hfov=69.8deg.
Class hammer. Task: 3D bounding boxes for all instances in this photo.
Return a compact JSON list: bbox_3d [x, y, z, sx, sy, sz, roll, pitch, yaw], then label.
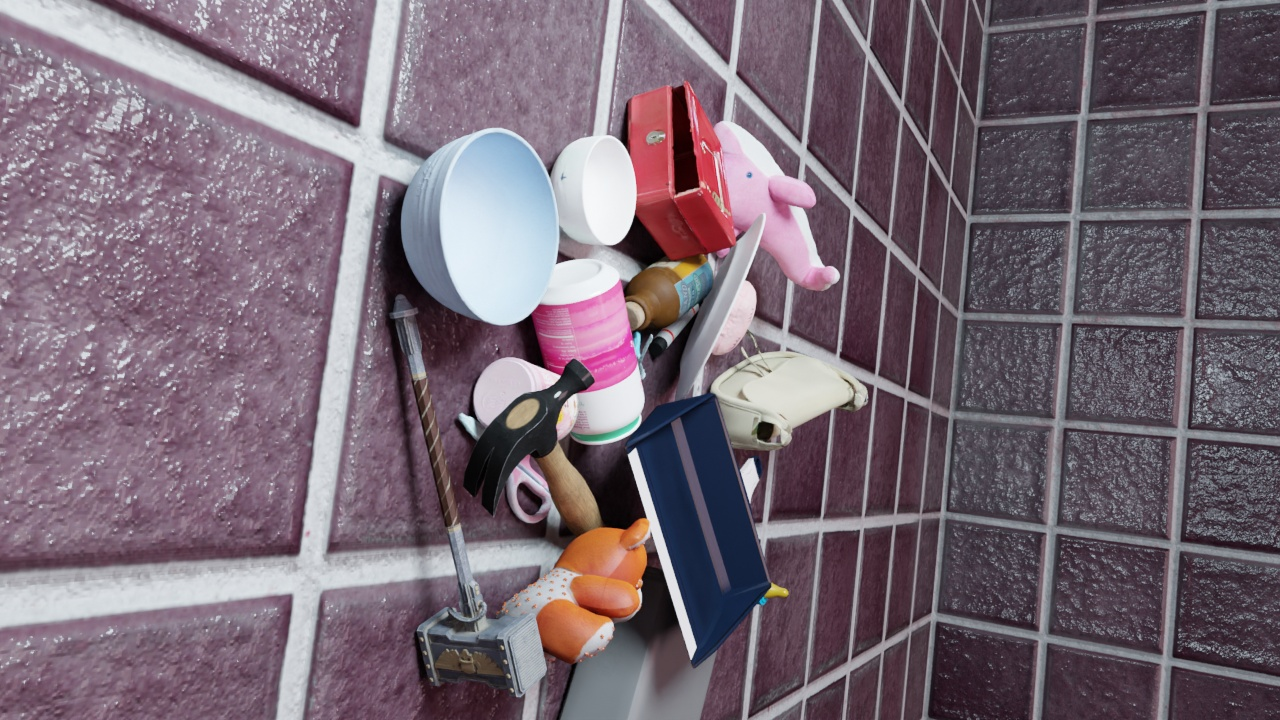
[{"bbox_3d":[-0.155,0.107,0.729,0.044,0.099,0.322,-26,108,-58],"label":"hammer"},{"bbox_3d":[-0.071,0.124,0.853,0.132,0.040,0.306,-43,151,-16],"label":"hammer"}]

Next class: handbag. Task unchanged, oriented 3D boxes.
[{"bbox_3d":[0.186,0.035,1.242,0.228,0.184,0.132,-21,110,-41],"label":"handbag"}]

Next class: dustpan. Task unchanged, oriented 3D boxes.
[{"bbox_3d":[0.083,0.158,1.001,0.272,0.080,0.236,-40,114,-75],"label":"dustpan"}]

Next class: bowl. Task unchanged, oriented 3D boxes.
[{"bbox_3d":[-0.051,-0.165,0.895,0.104,0.054,0.105,-12,104,-62],"label":"bowl"},{"bbox_3d":[-0.136,-0.104,0.726,0.150,0.075,0.150,-15,108,-60],"label":"bowl"}]

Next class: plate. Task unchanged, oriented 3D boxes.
[{"bbox_3d":[0.085,-0.063,1.072,0.242,0.016,0.242,-162,-84,-88],"label":"plate"}]

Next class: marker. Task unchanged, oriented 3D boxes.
[{"bbox_3d":[0.050,-0.051,1.129,0.145,0.019,0.019,-49,135,-47],"label":"marker"}]

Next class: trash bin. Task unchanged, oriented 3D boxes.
[{"bbox_3d":[0.003,0.357,1.021,0.192,0.098,0.219,48,54,-53],"label":"trash bin"}]

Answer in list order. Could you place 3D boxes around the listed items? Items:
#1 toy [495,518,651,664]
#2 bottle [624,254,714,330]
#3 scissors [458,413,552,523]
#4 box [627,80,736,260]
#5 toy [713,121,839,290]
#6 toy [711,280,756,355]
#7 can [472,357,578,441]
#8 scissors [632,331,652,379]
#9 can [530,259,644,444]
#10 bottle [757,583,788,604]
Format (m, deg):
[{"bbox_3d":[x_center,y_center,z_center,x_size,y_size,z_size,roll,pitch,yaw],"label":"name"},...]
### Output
[{"bbox_3d":[-0.055,0.221,0.842,0.093,0.164,0.172,50,46,0],"label":"toy"},{"bbox_3d":[0.022,-0.073,1.025,0.156,0.068,0.068,-39,127,-53],"label":"bottle"},{"bbox_3d":[-0.121,0.093,0.842,0.174,0.017,0.076,54,50,-52],"label":"scissors"},{"bbox_3d":[0.050,-0.205,1.002,0.129,0.087,0.158,44,39,-53],"label":"box"},{"bbox_3d":[0.150,-0.182,1.199,0.128,0.186,0.265,-41,113,-4],"label":"toy"},{"bbox_3d":[0.121,-0.063,1.212,0.104,0.053,0.108,-61,175,-60],"label":"toy"},{"bbox_3d":[-0.101,0.037,0.815,0.076,0.067,0.067,27,70,-61],"label":"can"},{"bbox_3d":[-0.006,0.004,0.986,0.136,0.015,0.125,121,-19,-45],"label":"scissors"},{"bbox_3d":[-0.050,-0.008,0.881,0.088,0.088,0.166,-46,133,-49],"label":"can"},{"bbox_3d":[0.118,0.283,1.164,0.051,0.146,0.051,-13,105,-60],"label":"bottle"}]
